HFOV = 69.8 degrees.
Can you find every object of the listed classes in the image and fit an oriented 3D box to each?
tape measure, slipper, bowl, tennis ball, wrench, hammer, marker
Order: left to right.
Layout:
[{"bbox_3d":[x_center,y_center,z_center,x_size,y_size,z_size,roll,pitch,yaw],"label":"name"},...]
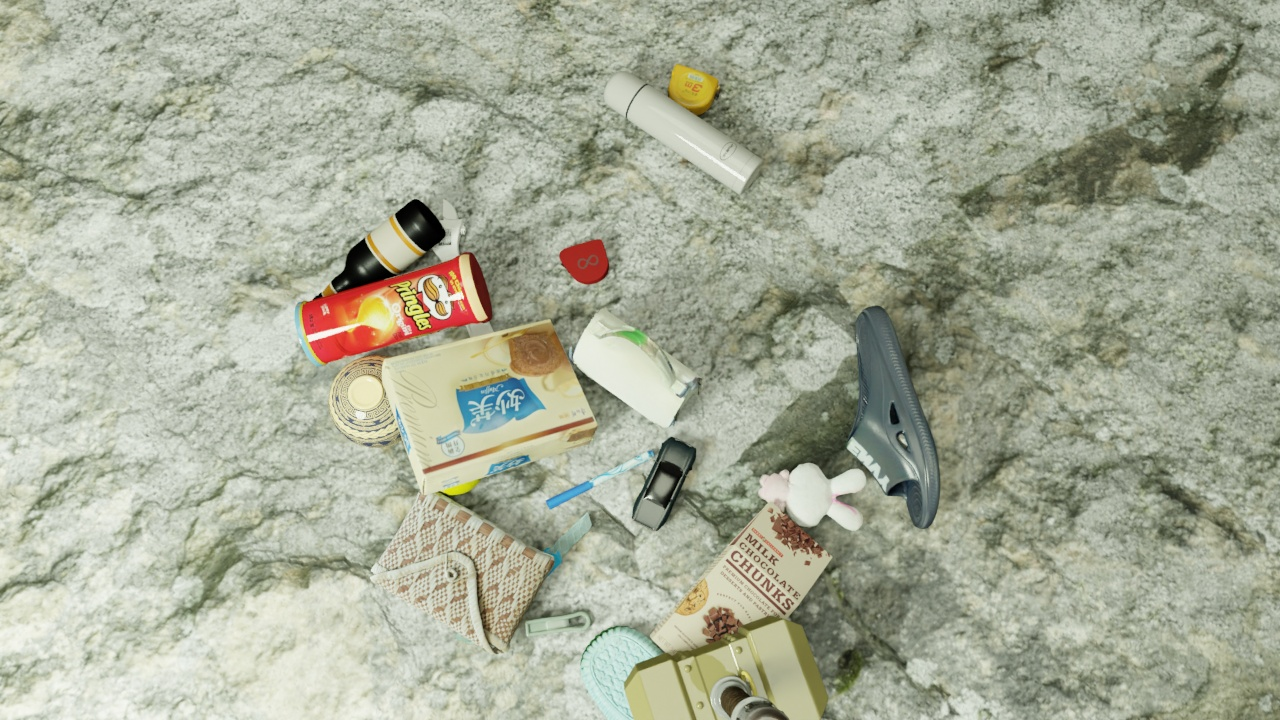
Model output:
[{"bbox_3d":[-0.318,0.044,1.089,0.112,0.061,0.112,0,76,-1],"label":"bowl"},{"bbox_3d":[-0.215,0.123,1.070,0.065,0.065,0.065,0,76,-1],"label":"tennis ball"},{"bbox_3d":[-0.218,-0.082,1.144,0.066,0.018,0.273,-23,79,-6],"label":"wrench"},{"bbox_3d":[-0.070,-0.121,1.155,0.059,0.019,0.051,-15,79,3],"label":"tape measure"},{"bbox_3d":[-0.048,0.141,1.096,0.141,0.013,0.013,-26,78,-7],"label":"marker"},{"bbox_3d":[0.039,0.411,1.007,0.116,0.069,0.276,-40,65,-11],"label":"slipper"},{"bbox_3d":[0.068,-0.351,1.206,0.068,0.030,0.058,18,77,6],"label":"tape measure"},{"bbox_3d":[0.088,0.311,0.823,0.190,0.325,0.100,-18,78,-6],"label":"hammer"},{"bbox_3d":[0.279,0.067,1.072,0.083,0.111,0.268,-12,74,-1],"label":"slipper"}]

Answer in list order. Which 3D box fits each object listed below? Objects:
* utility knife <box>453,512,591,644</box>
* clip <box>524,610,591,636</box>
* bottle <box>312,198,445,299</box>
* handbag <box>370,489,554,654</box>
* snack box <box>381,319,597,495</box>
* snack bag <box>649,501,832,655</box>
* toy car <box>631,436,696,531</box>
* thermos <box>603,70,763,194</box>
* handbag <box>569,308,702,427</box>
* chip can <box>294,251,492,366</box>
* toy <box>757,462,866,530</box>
[{"bbox_3d":[-0.132,0.254,1.067,0.206,0.015,0.031,-44,86,-12],"label":"utility knife"},{"bbox_3d":[-0.094,0.301,1.048,0.076,0.043,0.023,-7,78,-3],"label":"clip"},{"bbox_3d":[-0.326,-0.121,1.124,0.182,0.059,0.059,-37,79,7],"label":"bottle"},{"bbox_3d":[-0.204,0.237,1.044,0.186,0.047,0.124,27,75,12],"label":"handbag"},{"bbox_3d":[-0.172,0.048,1.052,0.207,0.055,0.153,-16,65,-22],"label":"snack box"},{"bbox_3d":[0.115,0.267,1.038,0.094,0.070,0.206,42,80,8],"label":"snack bag"},{"bbox_3d":[0.028,0.145,1.084,0.046,0.034,0.112,25,77,5],"label":"toy car"},{"bbox_3d":[0.052,-0.296,1.181,0.224,0.052,0.052,35,78,7],"label":"thermos"},{"bbox_3d":[-0.006,0.006,1.044,0.151,0.176,0.074,36,80,7],"label":"handbag"},{"bbox_3d":[-0.291,-0.060,1.091,0.213,0.087,0.087,-16,77,2],"label":"chip can"},{"bbox_3d":[0.201,0.159,1.083,0.125,0.037,0.076,5,80,3],"label":"toy"}]
